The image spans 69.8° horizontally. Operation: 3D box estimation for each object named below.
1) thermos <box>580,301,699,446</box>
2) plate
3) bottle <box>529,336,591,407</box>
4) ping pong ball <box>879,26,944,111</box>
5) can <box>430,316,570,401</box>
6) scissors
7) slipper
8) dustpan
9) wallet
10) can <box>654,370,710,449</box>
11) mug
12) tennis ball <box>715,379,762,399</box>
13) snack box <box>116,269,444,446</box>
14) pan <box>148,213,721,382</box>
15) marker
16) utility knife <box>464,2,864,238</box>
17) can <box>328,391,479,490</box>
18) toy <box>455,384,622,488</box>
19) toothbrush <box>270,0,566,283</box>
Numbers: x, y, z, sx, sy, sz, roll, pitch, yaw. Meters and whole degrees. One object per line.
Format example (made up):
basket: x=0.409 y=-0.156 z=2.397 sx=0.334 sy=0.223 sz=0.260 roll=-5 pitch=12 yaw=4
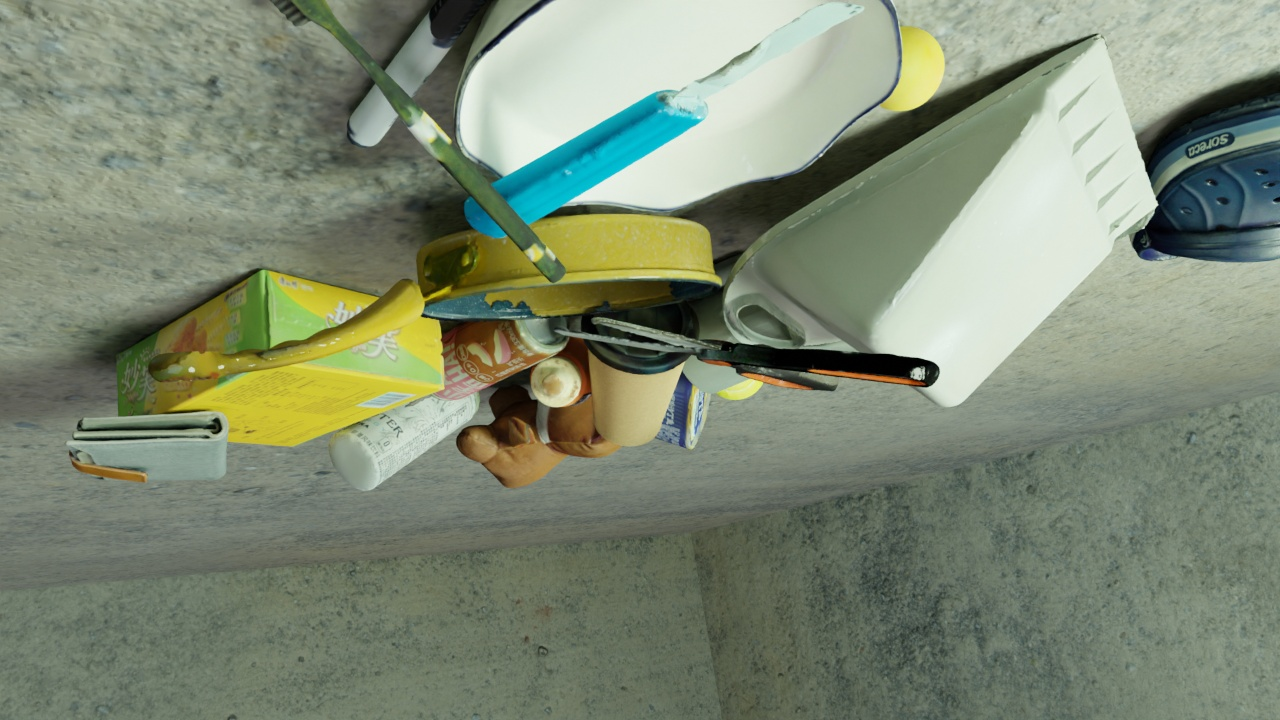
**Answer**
thermos: x=-0.004 y=0.004 z=0.749 sx=0.093 sy=0.093 sz=0.143 roll=-6 pitch=142 yaw=-11
plate: x=0.015 y=-0.132 z=0.427 sx=0.205 sy=0.045 sz=0.205 roll=-9 pitch=164 yaw=-3
bottle: x=-0.068 y=0.013 z=0.796 sx=0.067 sy=0.067 sz=0.149 roll=-10 pitch=-175 yaw=2
ping pong ball: x=0.130 y=-0.145 z=0.456 sx=0.040 sy=0.040 sz=0.040 roll=-8 pitch=165 yaw=-2
can: x=-0.124 y=-0.011 z=0.760 sx=0.057 sy=0.058 sz=0.148 roll=6 pitch=158 yaw=-45
scissors: x=0.069 y=-0.005 z=0.556 sx=0.233 sy=0.021 sz=0.220 roll=5 pitch=174 yaw=29
slipper: x=0.420 y=-0.110 z=0.658 sx=0.105 sy=0.095 sz=0.253 roll=-14 pitch=168 yaw=7
dustpan: x=0.190 y=-0.079 z=0.633 sx=0.258 sy=0.142 sz=0.222 roll=-52 pitch=141 yaw=8
wallet: x=-0.371 y=0.072 z=0.695 sx=0.106 sy=0.037 sz=0.130 roll=-1 pitch=161 yaw=-25
can: x=0.038 y=0.027 z=0.892 sx=0.049 sy=0.074 sz=0.148 roll=17 pitch=142 yaw=13
mug: x=0.078 y=-0.035 z=0.775 sx=0.104 sy=0.083 sz=0.124 roll=-21 pitch=136 yaw=35
tennis ball: x=0.096 y=0.008 z=0.942 sx=0.065 sy=0.065 sz=0.065 roll=-8 pitch=165 yaw=-2
snack box: x=-0.281 y=0.008 z=0.715 sx=0.211 sy=0.070 sz=0.157 roll=-19 pitch=161 yaw=33
pan: x=-0.100 y=-0.035 z=0.538 sx=0.198 sy=0.078 sz=0.356 roll=-8 pitch=177 yaw=43
marker: x=-0.103 y=-0.131 z=0.410 sx=0.018 sy=0.022 sz=0.131 roll=45 pitch=140 yaw=-15
utility knife: x=-0.003 y=-0.101 z=0.404 sx=0.224 sy=0.018 sz=0.034 roll=-19 pitch=160 yaw=39
can: x=-0.214 y=0.060 z=0.845 sx=0.058 sy=0.058 sz=0.146 roll=-21 pitch=-169 yaw=38
toy: x=-0.079 y=0.053 z=0.933 sx=0.200 sy=0.130 sz=0.139 roll=-12 pitch=-155 yaw=25
toothbrush: x=-0.092 y=-0.095 z=0.409 sx=0.017 sy=0.012 sz=0.186 roll=-11 pitch=139 yaw=33
